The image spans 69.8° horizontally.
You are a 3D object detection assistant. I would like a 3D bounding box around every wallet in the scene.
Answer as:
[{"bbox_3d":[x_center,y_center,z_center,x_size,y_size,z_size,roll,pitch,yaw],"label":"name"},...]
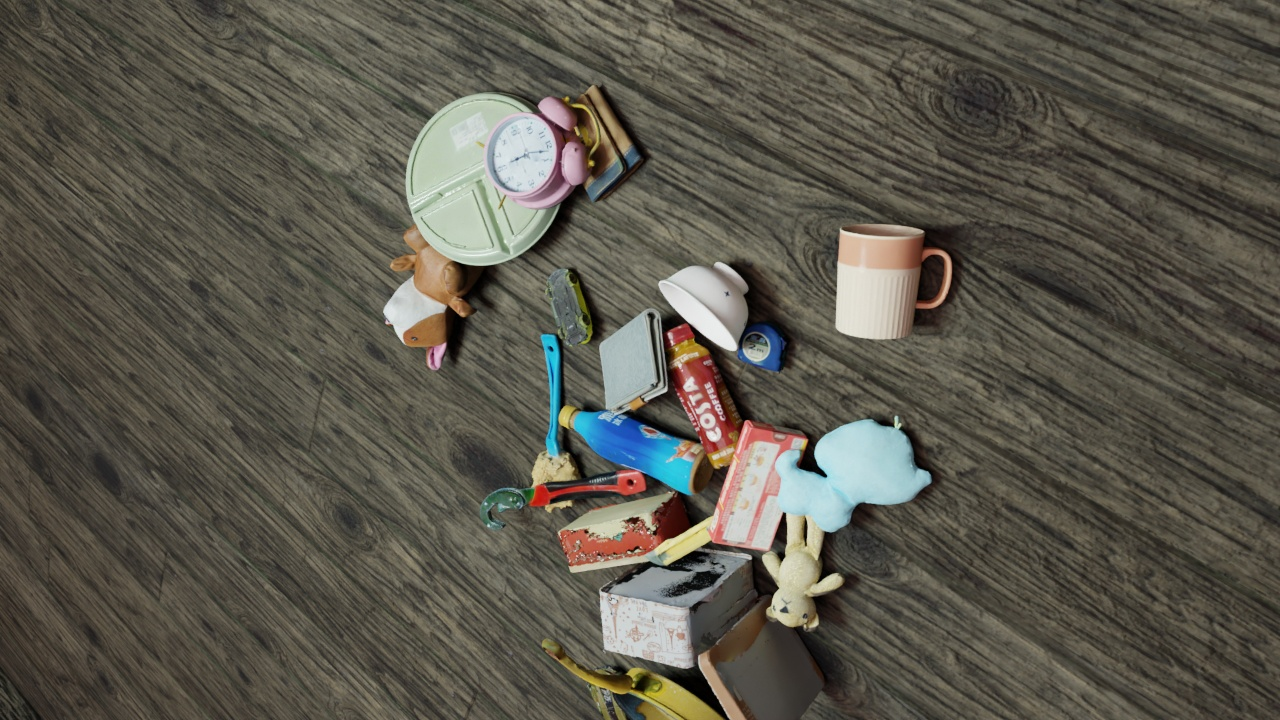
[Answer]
[{"bbox_3d":[-0.007,0.007,1.133,0.130,0.037,0.106,-32,62,57],"label":"wallet"},{"bbox_3d":[-0.055,-0.267,1.131,0.090,0.033,0.115,-36,78,36],"label":"wallet"}]

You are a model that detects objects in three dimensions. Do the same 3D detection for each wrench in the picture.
[{"bbox_3d":[-0.112,0.184,1.249,0.274,0.016,0.056,-17,99,28],"label":"wrench"}]

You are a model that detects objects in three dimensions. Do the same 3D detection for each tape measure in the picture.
[{"bbox_3d":[0.144,-0.018,1.066,0.058,0.025,0.054,18,110,25],"label":"tape measure"}]

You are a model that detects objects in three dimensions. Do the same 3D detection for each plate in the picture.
[{"bbox_3d":[-0.207,-0.238,1.192,0.230,0.027,0.230,-1,88,16],"label":"plate"}]

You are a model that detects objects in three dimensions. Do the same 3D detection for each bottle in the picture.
[{"bbox_3d":[0.077,0.041,1.107,0.058,0.057,0.175,-28,87,36],"label":"bottle"},{"bbox_3d":[-0.012,0.106,1.179,0.219,0.065,0.065,20,113,28],"label":"bottle"}]

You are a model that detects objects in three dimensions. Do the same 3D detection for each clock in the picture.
[{"bbox_3d":[-0.118,-0.253,1.112,0.159,0.059,0.117,-21,82,20],"label":"clock"}]

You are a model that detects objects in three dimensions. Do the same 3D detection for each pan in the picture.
[{"bbox_3d":[0.002,0.429,1.147,0.198,0.078,0.357,0,134,49],"label":"pan"}]

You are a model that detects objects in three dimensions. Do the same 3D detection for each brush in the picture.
[{"bbox_3d":[-0.118,0.089,1.269,0.083,0.045,0.255,5,102,36],"label":"brush"}]

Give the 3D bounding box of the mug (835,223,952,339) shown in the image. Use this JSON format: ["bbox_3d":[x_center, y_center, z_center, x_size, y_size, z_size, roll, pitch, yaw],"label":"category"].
[{"bbox_3d":[0.260,-0.082,0.945,0.114,0.081,0.106,2,107,3],"label":"mug"}]

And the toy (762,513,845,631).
[{"bbox_3d":[0.188,0.238,1.082,0.105,0.066,0.157,8,92,29],"label":"toy"}]

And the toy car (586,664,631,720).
[{"bbox_3d":[-0.022,0.510,1.313,0.070,0.042,0.158,-28,89,36],"label":"toy car"}]

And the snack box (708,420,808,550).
[{"bbox_3d":[0.137,0.148,1.078,0.075,0.025,0.153,12,107,-15],"label":"snack box"}]

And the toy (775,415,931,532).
[{"bbox_3d":[0.235,0.124,1.022,0.161,0.049,0.156,25,109,16],"label":"toy"}]

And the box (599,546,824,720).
[{"bbox_3d":[0.093,0.325,1.101,0.271,0.179,0.134,33,117,24],"label":"box"}]

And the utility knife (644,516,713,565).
[{"bbox_3d":[0.097,0.194,1.114,0.205,0.021,0.031,-34,109,3],"label":"utility knife"}]

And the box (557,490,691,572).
[{"bbox_3d":[-0.026,0.219,1.204,0.169,0.091,0.076,-19,95,36],"label":"box"}]

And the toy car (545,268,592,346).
[{"bbox_3d":[-0.091,-0.071,1.208,0.048,0.032,0.105,-28,75,36],"label":"toy car"}]

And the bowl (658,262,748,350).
[{"bbox_3d":[0.086,-0.073,1.058,0.118,0.118,0.064,40,82,19],"label":"bowl"}]

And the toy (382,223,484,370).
[{"bbox_3d":[-0.301,-0.088,1.296,0.140,0.130,0.200,51,134,18],"label":"toy"}]
